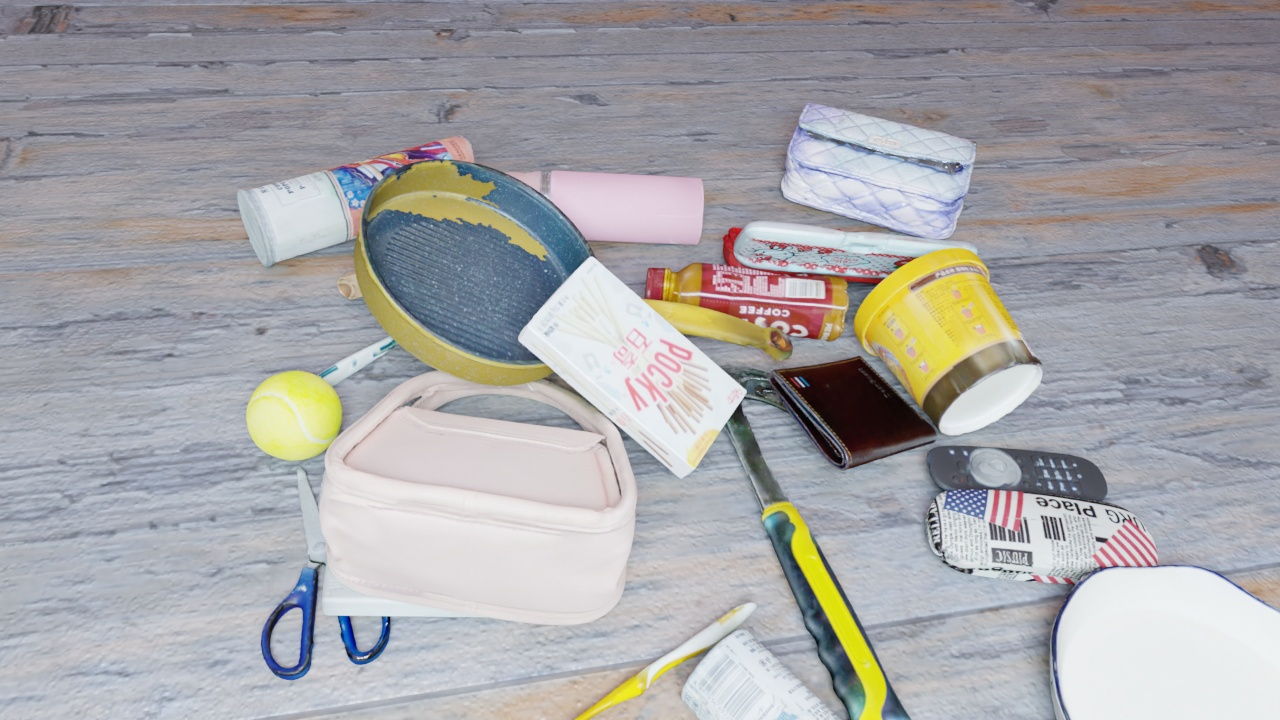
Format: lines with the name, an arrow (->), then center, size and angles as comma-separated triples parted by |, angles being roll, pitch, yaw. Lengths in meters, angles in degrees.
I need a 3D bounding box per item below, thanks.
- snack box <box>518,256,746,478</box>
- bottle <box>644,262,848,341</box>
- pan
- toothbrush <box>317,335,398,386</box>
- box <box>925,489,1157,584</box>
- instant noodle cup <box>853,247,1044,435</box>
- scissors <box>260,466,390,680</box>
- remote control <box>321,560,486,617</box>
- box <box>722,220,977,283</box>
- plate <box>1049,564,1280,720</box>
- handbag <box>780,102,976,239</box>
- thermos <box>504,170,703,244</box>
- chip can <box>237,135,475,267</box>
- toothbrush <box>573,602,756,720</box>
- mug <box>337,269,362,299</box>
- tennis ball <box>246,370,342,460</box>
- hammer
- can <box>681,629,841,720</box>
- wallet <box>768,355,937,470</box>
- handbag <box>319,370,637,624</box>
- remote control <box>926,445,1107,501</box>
snack box -> -0.004, 0.004, 0.667 | 0.157, 0.027, 0.084 | 40, 56, -3
bottle -> 0.091, -0.054, 0.809 | 0.175, 0.058, 0.057 | 6, 44, 0
pan -> -0.044, -0.052, 0.726 | 0.357, 0.078, 0.197 | 22, 47, -21
toothbrush -> -0.206, -0.021, 0.772 | 0.018, 0.016, 0.191 | 25, 46, 32
box -> 0.287, 0.129, 0.661 | 0.164, 0.052, 0.068 | 8, 33, -1
instant noodle cup -> 0.254, -0.011, 0.748 | 0.118, 0.119, 0.114 | -13, 54, -19
scissors -> -0.204, 0.133, 0.615 | 0.133, 0.012, 0.172 | 11, 44, 6
remote control -> -0.135, 0.141, 0.598 | 0.135, 0.019, 0.056 | 4, 37, -13
box -> 0.181, -0.096, 0.831 | 0.201, 0.058, 0.161 | 5, 6, -3
plate -> 0.352, 0.221, 0.565 | 0.205, 0.046, 0.204 | 3, 43, -3
handbag -> 0.254, -0.207, 0.974 | 0.194, 0.076, 0.133 | 17, 44, 9
thermos -> -0.040, -0.147, 0.876 | 0.198, 0.067, 0.087 | 3, 9, -6
chip can -> -0.257, -0.153, 0.862 | 0.214, 0.071, 0.071 | -23, 51, -28
toothbrush -> 0.003, 0.201, 0.567 | 0.191, 0.016, 0.018 | -25, 63, -28
mug -> -0.189, -0.092, 0.798 | 0.125, 0.084, 0.103 | -8, 25, 38
tennis ball -> -0.251, 0.040, 0.667 | 0.065, 0.066, 0.065 | 3, 44, -3
hammer -> 0.108, 0.121, 0.650 | 0.126, 0.032, 0.323 | -9, 46, -15
can -> 0.092, 0.223, 0.522 | 0.058, 0.058, 0.147 | -30, 55, -32
wallet -> 0.167, 0.038, 0.721 | 0.122, 0.020, 0.096 | -8, 52, -42
handbag -> -0.099, 0.067, 0.636 | 0.193, 0.093, 0.233 | 9, 28, -5
remote control -> 0.287, 0.092, 0.706 | 0.136, 0.024, 0.053 | 5, 45, 0
